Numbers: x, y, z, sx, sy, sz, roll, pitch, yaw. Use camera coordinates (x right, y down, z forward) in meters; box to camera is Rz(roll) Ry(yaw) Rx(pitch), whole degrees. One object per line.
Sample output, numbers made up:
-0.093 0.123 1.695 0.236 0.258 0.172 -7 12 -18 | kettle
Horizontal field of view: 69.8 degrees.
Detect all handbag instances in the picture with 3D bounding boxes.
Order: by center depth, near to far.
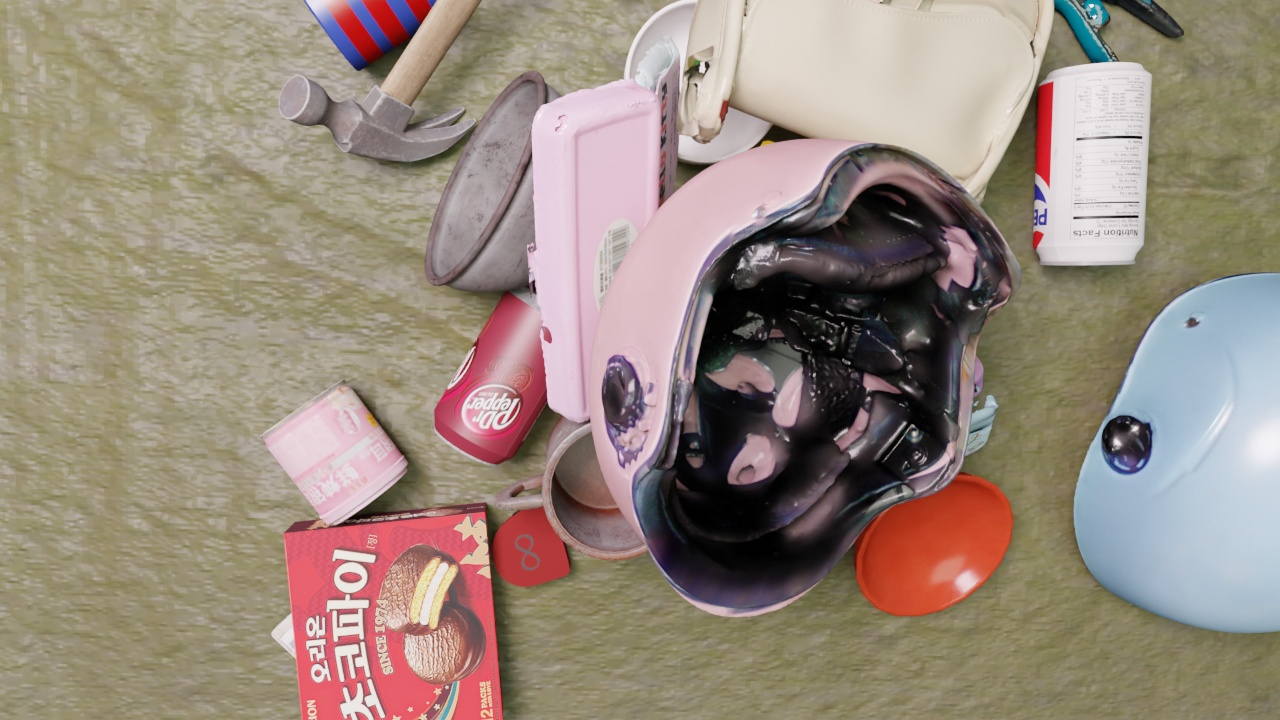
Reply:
0.148 -0.194 0.546 0.229 0.132 0.184 13 76 -17 | handbag

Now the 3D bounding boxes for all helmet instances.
0.066 0.003 0.501 0.229 0.152 0.256 -1 111 -38 | helmet
0.432 0.079 0.630 0.225 0.166 0.266 21 104 -17 | helmet

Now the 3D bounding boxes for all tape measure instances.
-0.081 0.131 0.661 0.051 0.019 0.059 -15 91 -1 | tape measure

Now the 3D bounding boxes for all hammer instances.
-0.083 -0.259 0.549 0.031 0.119 0.332 45 105 28 | hammer

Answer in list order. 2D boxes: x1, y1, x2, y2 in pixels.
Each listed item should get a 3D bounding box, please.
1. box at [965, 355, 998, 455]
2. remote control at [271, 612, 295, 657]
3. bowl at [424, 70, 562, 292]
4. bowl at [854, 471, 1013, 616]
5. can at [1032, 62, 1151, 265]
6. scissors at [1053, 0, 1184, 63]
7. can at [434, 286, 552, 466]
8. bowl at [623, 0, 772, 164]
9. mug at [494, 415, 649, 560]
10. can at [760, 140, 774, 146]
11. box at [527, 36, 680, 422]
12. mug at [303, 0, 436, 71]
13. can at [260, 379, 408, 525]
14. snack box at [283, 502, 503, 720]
0.143 0.059 0.665 0.214 0.089 0.093 -25 142 -2 | box
-0.200 0.226 0.665 0.050 0.011 0.136 -43 98 1 | remote control
-0.074 -0.101 0.582 0.067 0.145 0.145 25 94 -28 | bowl
0.205 0.126 0.664 0.122 0.035 0.122 -6 117 -12 | bowl
0.312 -0.133 0.637 0.070 0.070 0.132 -2 97 -5 | can
0.323 -0.253 0.650 0.120 0.019 0.150 -13 96 -3 | scissors
-0.089 0.010 0.623 0.063 0.063 0.114 31 93 -8 | can
0.039 -0.184 0.616 0.105 0.054 0.105 -1 99 -5 | bowl
-0.036 0.078 0.615 0.123 0.110 0.096 -9 92 -4 | mug
0.113 -0.068 0.618 0.131 0.072 0.101 31 96 5 | can
-0.005 -0.073 0.546 0.059 0.155 0.202 22 132 27 | box
-0.174 -0.242 0.562 0.076 0.112 0.075 -34 69 -1 | mug
-0.204 0.062 0.617 0.067 0.067 0.076 -35 98 0 | can
-0.169 0.184 0.641 0.132 0.036 0.152 -5 93 -8 | snack box
